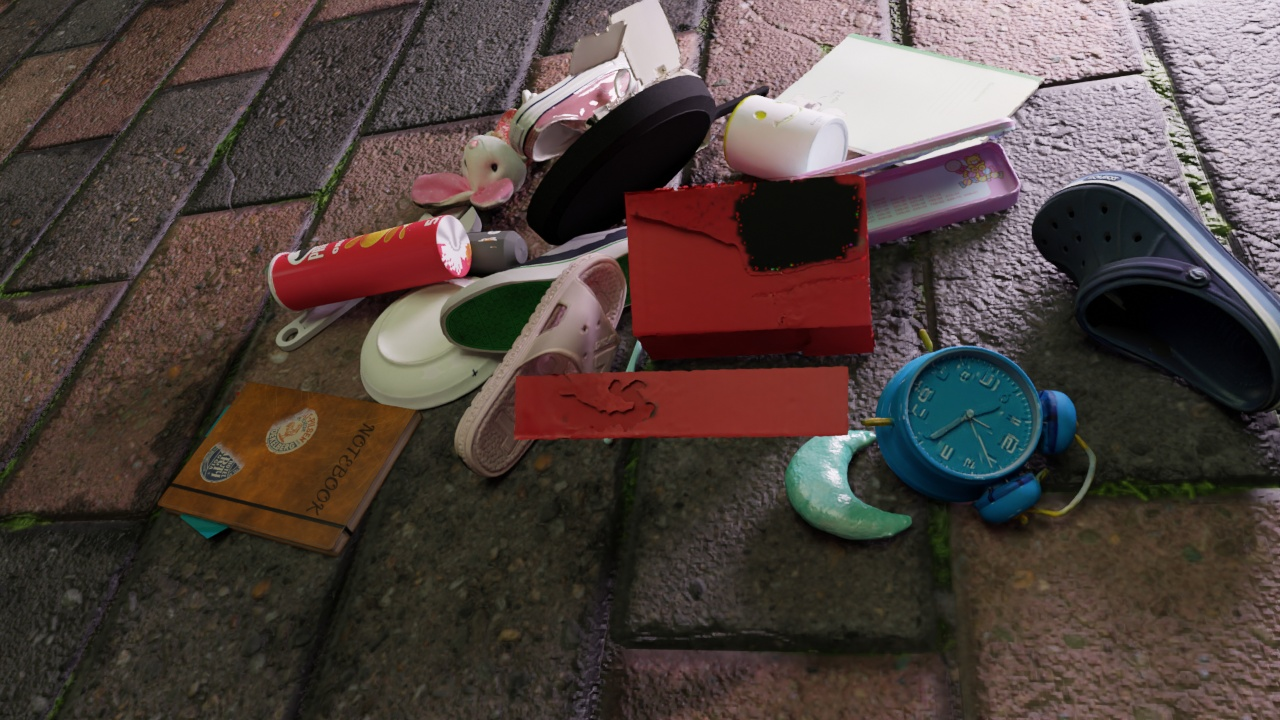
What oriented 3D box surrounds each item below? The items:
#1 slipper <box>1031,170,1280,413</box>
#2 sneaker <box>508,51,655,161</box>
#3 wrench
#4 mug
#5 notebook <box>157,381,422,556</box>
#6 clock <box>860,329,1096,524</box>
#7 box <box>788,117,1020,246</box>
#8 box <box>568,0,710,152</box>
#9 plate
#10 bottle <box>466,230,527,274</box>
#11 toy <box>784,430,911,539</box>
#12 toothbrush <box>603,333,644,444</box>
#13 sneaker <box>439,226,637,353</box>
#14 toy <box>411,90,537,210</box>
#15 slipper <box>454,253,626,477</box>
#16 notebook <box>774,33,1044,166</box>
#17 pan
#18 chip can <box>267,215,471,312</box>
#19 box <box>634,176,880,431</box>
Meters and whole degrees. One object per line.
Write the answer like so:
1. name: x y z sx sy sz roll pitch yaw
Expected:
1. slipper: 0.392 -0.057 0.712 0.095 0.105 0.252 -23 48 -10
2. sneaker: -0.046 -0.288 1.076 0.088 0.118 0.240 35 49 18
3. wrench: -0.302 -0.095 1.068 0.273 0.018 0.087 -40 49 -14
4. mug: 0.153 -0.228 0.969 0.106 0.083 0.082 26 63 35
5. notebook: -0.361 0.105 0.916 0.250 0.014 0.178 7 53 25
6. clock: 0.255 0.053 0.682 0.161 0.060 0.116 30 77 12
7. box: 0.251 -0.174 0.889 0.214 0.096 0.077 -15 31 8
8. box: -0.006 -0.299 1.011 0.143 0.191 0.069 -30 50 -16
9. plate: -0.218 -0.030 0.967 0.182 0.034 0.182 -10 48 11
10. bottle: -0.182 -0.120 1.024 0.112 0.047 0.046 0 50 20
11. toy: 0.157 0.099 0.718 0.085 0.033 0.105 -10 46 -3
12. toothbrush: -0.005 0.005 0.870 0.016 0.016 0.180 8 53 15
13. sneaker: -0.090 -0.077 0.928 0.235 0.084 0.079 -19 37 -9
14. toy: -0.170 -0.245 1.105 0.159 0.084 0.193 14 58 38
15. slipper: -0.073 0.009 0.841 0.064 0.094 0.238 19 65 37
16. notebook: 0.284 -0.292 1.025 0.181 0.010 0.253 -44 50 -19
17. pan: 0.030 -0.225 0.963 0.355 0.226 0.034 -33 81 -34
18. chip can: -0.297 -0.105 1.005 0.221 0.069 0.069 -9 48 21
19. box: 0.136 -0.041 0.928 0.214 0.325 0.152 -3 65 18
